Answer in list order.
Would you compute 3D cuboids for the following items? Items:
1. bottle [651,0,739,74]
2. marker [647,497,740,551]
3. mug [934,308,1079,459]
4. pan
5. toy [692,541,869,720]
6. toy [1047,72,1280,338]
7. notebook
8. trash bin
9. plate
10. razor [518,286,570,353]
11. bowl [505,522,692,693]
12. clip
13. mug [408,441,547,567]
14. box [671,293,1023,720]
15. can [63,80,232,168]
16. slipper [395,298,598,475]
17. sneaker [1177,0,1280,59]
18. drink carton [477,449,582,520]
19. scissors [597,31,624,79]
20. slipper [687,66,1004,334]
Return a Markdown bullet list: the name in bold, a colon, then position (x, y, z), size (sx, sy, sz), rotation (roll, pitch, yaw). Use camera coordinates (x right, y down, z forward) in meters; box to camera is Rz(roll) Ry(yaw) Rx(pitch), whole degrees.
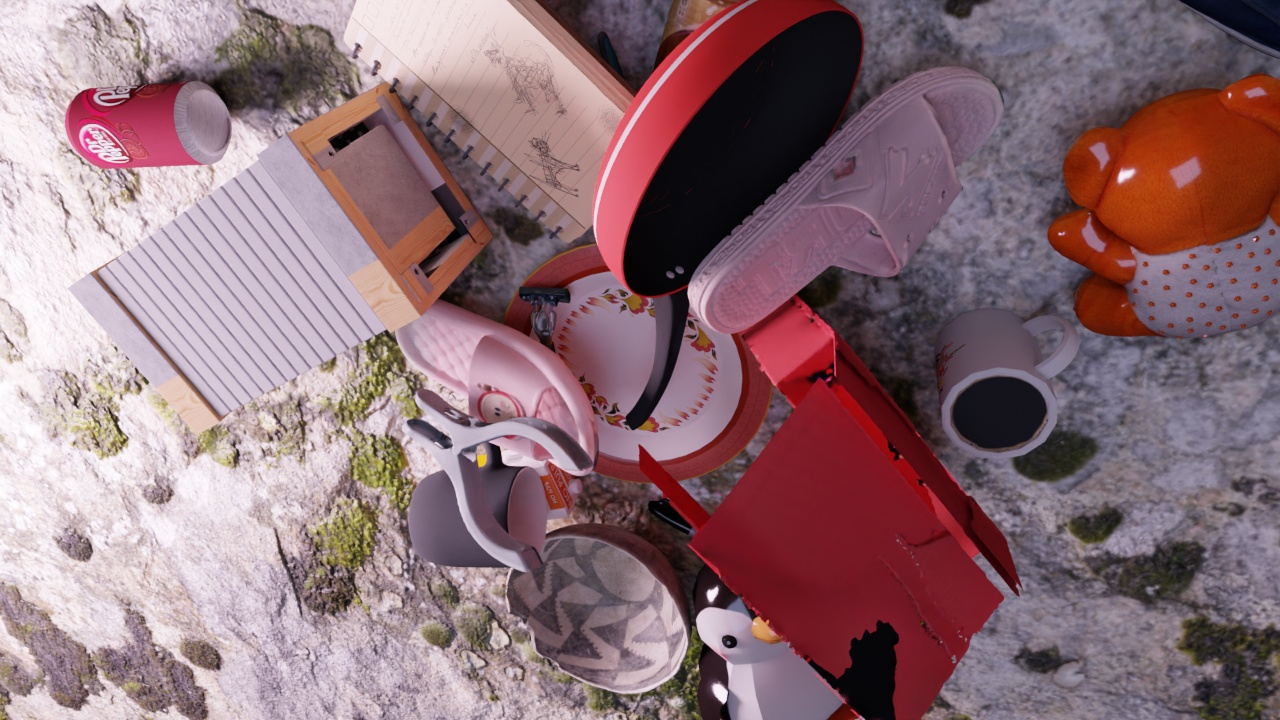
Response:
- **bottle**: position (0.031, -0.171, 0.627), size (0.059, 0.059, 0.166), rotation (20, 124, 2)
- **marker**: position (0.069, 0.161, 0.840), size (0.138, 0.016, 0.022), rotation (27, 117, -4)
- **mug**: position (0.263, 0.007, 0.655), size (0.073, 0.089, 0.105), rotation (40, 121, -11)
- **pan**: position (0.032, -0.081, 0.619), size (0.067, 0.208, 0.357), rotation (44, 137, 18)
- **toy**: position (0.103, 0.237, 0.817), size (0.159, 0.140, 0.184), rotation (-28, 117, -15)
- **toy**: position (0.347, -0.095, 0.581), size (0.164, 0.092, 0.172), rotation (-18, 126, 26)
- **notebook**: position (-0.097, -0.186, 0.632), size (0.225, 0.024, 0.168), rotation (42, 148, -12)
- **trash bin**: position (-0.272, -0.077, 0.711), size (0.247, 0.142, 0.142), rotation (-24, 112, 25)
- **plate**: position (-0.005, 0.004, 0.762), size (0.230, 0.021, 0.230), rotation (6, 121, 11)
- **razor**: position (-0.073, 0.007, 0.754), size (0.043, 0.022, 0.144), rotation (3, 121, 14)
- **bowl**: position (-0.028, 0.216, 0.857), size (0.178, 0.081, 0.179), rotation (11, 121, 18)
- **clip**: position (-0.124, 0.108, 0.719), size (0.174, 0.030, 0.159), rotation (17, 103, 26)
- **mug**: position (-0.141, 0.116, 0.786), size (0.095, 0.085, 0.121), rotation (-4, 91, 16)
- **box**: position (0.152, 0.092, 0.598), size (0.121, 0.317, 0.211), rotation (-32, 112, 30)
- **can**: position (-0.387, -0.185, 0.724), size (0.114, 0.063, 0.063), rotation (1, 120, 14)
- **slipper**: position (-0.121, 0.018, 0.748), size (0.222, 0.055, 0.107), rotation (31, 135, 22)
- **sneaker**: position (0.343, -0.224, 0.480), size (0.294, 0.127, 0.121), rotation (22, 124, -1)
- **drink carton**: position (-0.119, 0.117, 0.848), size (0.123, 0.040, 0.058), rotation (-12, 116, 21)
- **scissors**: position (-0.026, -0.167, 0.668), size (0.148, 0.019, 0.123), rotation (28, 119, -9)
- **slipper**: position (0.139, -0.092, 0.584), size (0.239, 0.064, 0.094), rotation (-38, 143, 5)
